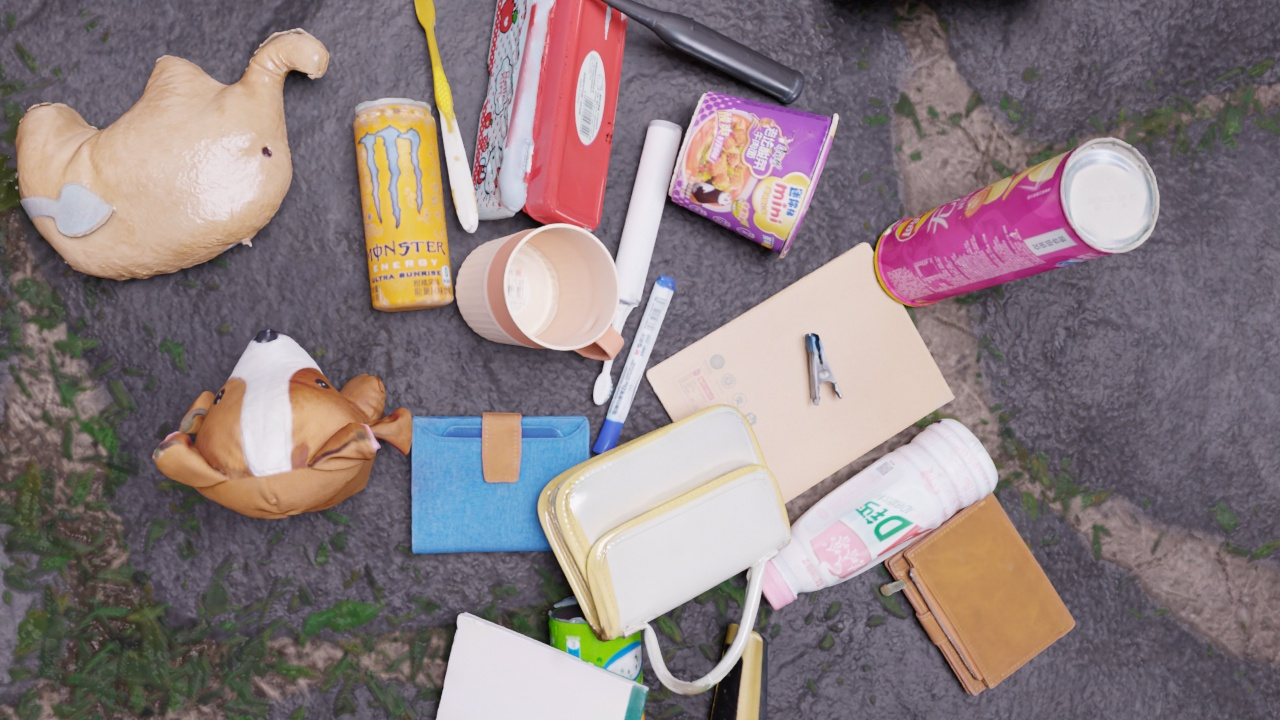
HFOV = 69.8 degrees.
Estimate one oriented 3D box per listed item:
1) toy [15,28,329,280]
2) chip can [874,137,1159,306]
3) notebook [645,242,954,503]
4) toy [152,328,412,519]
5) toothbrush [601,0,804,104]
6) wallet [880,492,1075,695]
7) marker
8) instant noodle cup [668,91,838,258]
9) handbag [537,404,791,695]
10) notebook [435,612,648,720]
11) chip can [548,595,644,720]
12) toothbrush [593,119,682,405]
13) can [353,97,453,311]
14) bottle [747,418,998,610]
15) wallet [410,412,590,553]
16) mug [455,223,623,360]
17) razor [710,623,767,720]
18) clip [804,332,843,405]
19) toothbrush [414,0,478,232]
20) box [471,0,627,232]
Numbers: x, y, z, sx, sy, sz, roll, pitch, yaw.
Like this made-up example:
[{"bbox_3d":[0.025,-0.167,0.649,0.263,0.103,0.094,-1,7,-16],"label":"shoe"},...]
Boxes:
[{"bbox_3d":[-0.308,-0.142,0.637,0.226,0.082,0.143,-27,101,-9],"label":"toy"},{"bbox_3d":[0.247,-0.087,0.634,0.071,0.211,0.071,2,84,-16],"label":"chip can"},{"bbox_3d":[0.128,0.020,0.725,0.207,0.008,0.148,-31,94,-6],"label":"notebook"},{"bbox_3d":[-0.222,0.044,0.587,0.140,0.199,0.130,-10,94,-8],"label":"toy"},{"bbox_3d":[0.032,-0.238,0.666,0.212,0.027,0.026,16,60,-29],"label":"toothbrush"},{"bbox_3d":[0.265,0.187,0.727,0.119,0.035,0.130,-33,92,-6],"label":"wallet"},{"bbox_3d":[-0.004,0.004,0.704,0.017,0.017,0.145,21,87,-7],"label":"marker"},{"bbox_3d":[0.079,-0.142,0.674,0.099,0.111,0.111,19,87,1],"label":"instant noodle cup"},{"bbox_3d":[0.033,0.135,0.646,0.163,0.063,0.178,-23,84,-23],"label":"handbag"},{"bbox_3d":[-0.086,0.301,0.649,0.150,0.012,0.209,16,96,20],"label":"notebook"},{"bbox_3d":[-0.029,0.296,0.674,0.072,0.072,0.236,-3,89,-7],"label":"chip can"},{"bbox_3d":[-0.006,-0.073,0.700,0.027,0.026,0.221,13,88,18],"label":"toothbrush"},{"bbox_3d":[-0.171,-0.110,0.664,0.058,0.058,0.146,-6,91,-7],"label":"can"},{"bbox_3d":[0.173,0.121,0.703,0.197,0.068,0.068,-32,93,-2],"label":"bottle"},{"bbox_3d":[-0.103,0.091,0.683,0.133,0.040,0.106,1,94,-8],"label":"wallet"},{"bbox_3d":[-0.065,-0.041,0.647,0.114,0.106,0.081,40,73,-25],"label":"mug"},{"bbox_3d":[0.070,0.285,0.696,0.067,0.062,0.167,12,82,-37],"label":"razor"},{"bbox_3d":[0.141,0.005,0.710,0.028,0.024,0.057,-16,95,-3],"label":"clip"},{"bbox_3d":[-0.143,-0.184,0.676,0.016,0.018,0.191,-13,84,0],"label":"toothbrush"},{"bbox_3d":[-0.079,-0.199,0.677,0.099,0.095,0.201,7,88,29],"label":"box"}]
